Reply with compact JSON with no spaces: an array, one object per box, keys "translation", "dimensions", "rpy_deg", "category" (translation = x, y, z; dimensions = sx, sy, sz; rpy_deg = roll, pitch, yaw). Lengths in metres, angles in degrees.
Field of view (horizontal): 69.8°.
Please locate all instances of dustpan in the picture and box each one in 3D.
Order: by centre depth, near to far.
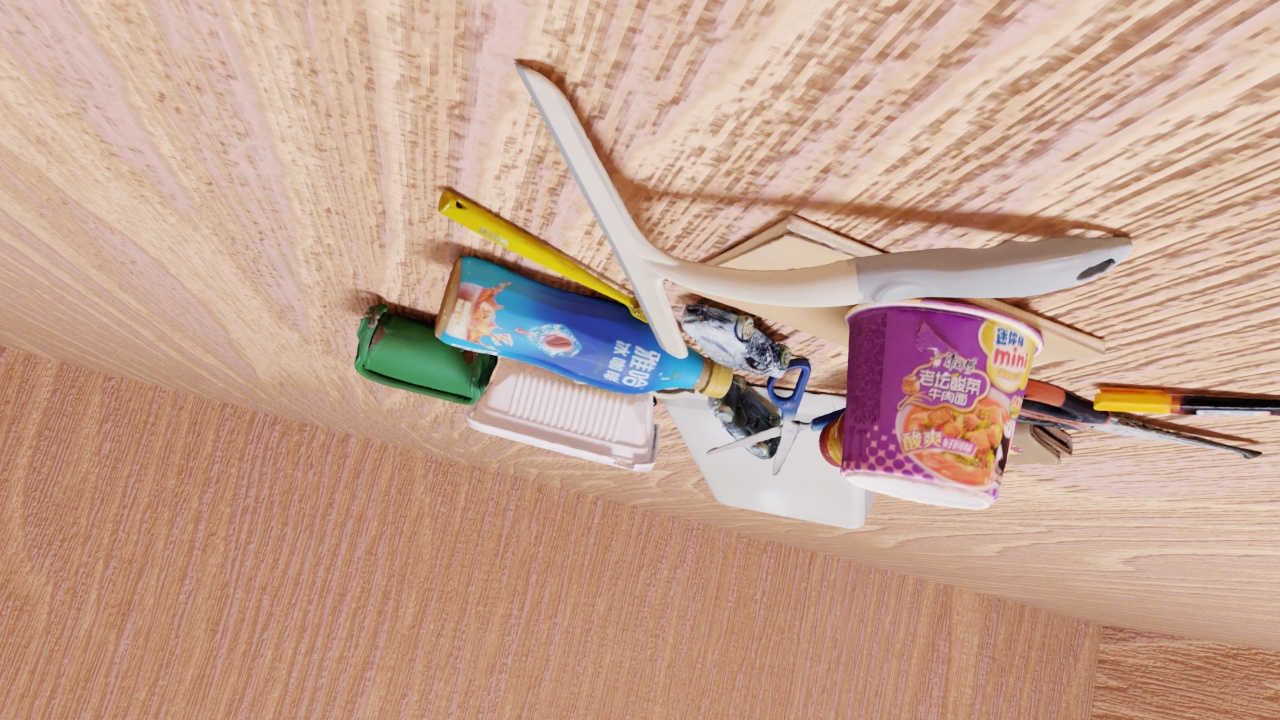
[{"translation":[0.159,0.068,0.954],"dimensions":[0.223,0.142,0.258],"rpy_deg":[7,136,28],"category":"dustpan"}]

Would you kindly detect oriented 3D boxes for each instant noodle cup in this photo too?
[{"translation":[0.165,0.028,0.521],"dimensions":[0.111,0.099,0.112],"rpy_deg":[11,167,2],"category":"instant noodle cup"},{"translation":[-0.062,0.037,0.844],"dimensions":[0.173,0.060,0.138],"rpy_deg":[13,-166,1],"category":"instant noodle cup"}]

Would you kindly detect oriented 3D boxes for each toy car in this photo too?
[{"translation":[0.066,-0.011,0.643],"dimensions":[0.049,0.031,0.105],"rpy_deg":[14,169,37],"category":"toy car"},{"translation":[0.093,0.052,0.824],"dimensions":[0.034,0.042,0.090],"rpy_deg":[-10,134,49],"category":"toy car"}]

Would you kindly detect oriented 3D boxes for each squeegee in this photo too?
[{"translation":[0.093,-0.042,0.431],"dimensions":[0.247,0.039,0.246],"rpy_deg":[4,154,18],"category":"squeegee"}]

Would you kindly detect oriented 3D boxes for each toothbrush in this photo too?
[{"translation":[-0.049,-0.063,0.590],"dimensions":[0.017,0.015,0.190],"rpy_deg":[-5,158,43],"category":"toothbrush"}]

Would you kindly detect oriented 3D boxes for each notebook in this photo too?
[{"translation":[0.140,-0.028,0.553],"dimensions":[0.211,0.012,0.150],"rpy_deg":[18,167,-18],"category":"notebook"}]

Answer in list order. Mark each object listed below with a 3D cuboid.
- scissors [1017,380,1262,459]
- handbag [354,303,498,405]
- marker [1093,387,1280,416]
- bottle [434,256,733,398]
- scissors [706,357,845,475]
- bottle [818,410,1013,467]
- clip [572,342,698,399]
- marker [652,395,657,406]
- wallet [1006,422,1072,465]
[{"translation":[0.328,0.040,0.642],"dimensions":[0.211,0.015,0.176],"rpy_deg":[2,162,40],"category":"scissors"},{"translation":[-0.202,-0.011,0.878],"dimensions":[0.131,0.067,0.120],"rpy_deg":[16,160,-8],"category":"handbag"},{"translation":[0.349,0.027,0.567],"dimensions":[0.124,0.015,0.018],"rpy_deg":[2,164,34],"category":"marker"},{"translation":[-0.036,-0.016,0.669],"dimensions":[0.218,0.065,0.065],"rpy_deg":[16,167,-14],"category":"bottle"},{"translation":[0.133,0.050,0.765],"dimensions":[0.176,0.012,0.162],"rpy_deg":[-13,142,14],"category":"scissors"},{"translation":[0.192,0.052,0.670],"dimensions":[0.057,0.057,0.175],"rpy_deg":[17,163,-17],"category":"bottle"},{"translation":[-0.003,0.002,0.734],"dimensions":[0.100,0.034,0.076],"rpy_deg":[7,134,-5],"category":"clip"},{"translation":[0.005,0.034,0.960],"dimensions":[0.018,0.015,0.124],"rpy_deg":[6,169,8],"category":"marker"},{"translation":[0.283,0.063,0.758],"dimensions":[0.115,0.033,0.090],"rpy_deg":[-4,157,45],"category":"wallet"}]
